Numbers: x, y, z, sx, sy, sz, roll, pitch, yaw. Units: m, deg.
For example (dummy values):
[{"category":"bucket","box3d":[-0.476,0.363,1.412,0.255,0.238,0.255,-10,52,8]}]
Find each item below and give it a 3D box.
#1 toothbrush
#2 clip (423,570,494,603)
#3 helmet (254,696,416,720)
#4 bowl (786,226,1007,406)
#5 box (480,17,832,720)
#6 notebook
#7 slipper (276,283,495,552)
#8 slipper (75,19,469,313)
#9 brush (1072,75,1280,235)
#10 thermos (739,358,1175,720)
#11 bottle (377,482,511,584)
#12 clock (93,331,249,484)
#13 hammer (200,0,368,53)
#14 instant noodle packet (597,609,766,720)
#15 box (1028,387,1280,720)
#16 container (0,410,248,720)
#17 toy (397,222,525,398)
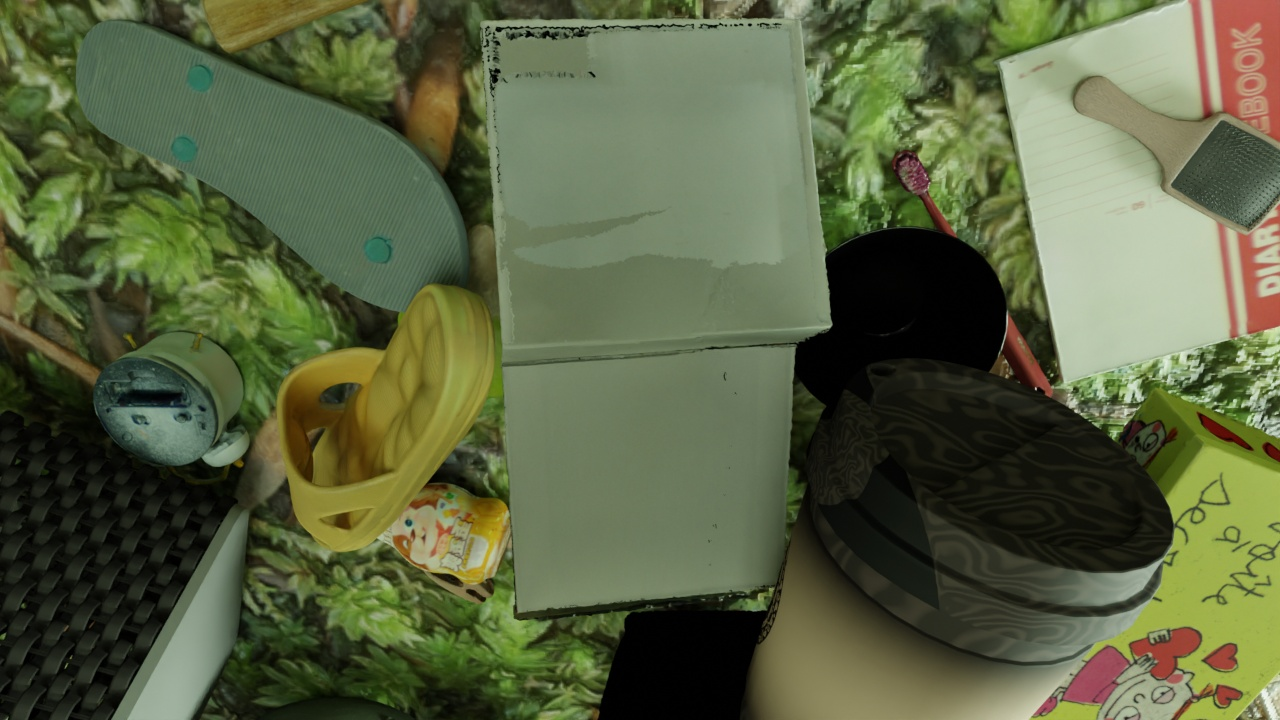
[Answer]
[{"category":"toothbrush","box3d":[0.204,-0.046,0.556,0.016,0.016,0.190,-31,110,18]},{"category":"clip","box3d":[-0.130,0.156,0.690,0.061,0.025,0.045,37,116,-21]},{"category":"helmet","box3d":[-0.241,0.357,0.722,0.267,0.153,0.227,31,111,-27]},{"category":"bowl","box3d":[0.149,-0.029,0.550,0.124,0.052,0.124,2,117,5]},{"category":"box","box3d":[0.010,0.035,0.497,0.166,0.108,0.419,-3,98,-9]},{"category":"notebook","box3d":[0.301,-0.096,0.524,0.153,0.012,0.209,-17,114,13]},{"category":"slipper","box3d":[-0.173,0.042,0.550,0.078,0.099,0.264,6,147,-37]},{"category":"slipper","box3d":[-0.208,-0.125,0.548,0.269,0.054,0.098,31,113,2]},{"category":"brush","box3d":[0.296,-0.116,0.499,0.135,0.015,0.050,25,115,-8]},{"category":"thermos","box3d":[0.147,0.136,0.496,0.172,0.172,0.227,15,121,-2]},{"category":"bottle","box3d":[-0.147,0.116,0.648,0.109,0.063,0.063,17,117,-1]},{"category":"clock","box3d":[-0.317,0.037,0.630,0.083,0.057,0.118,1,117,5]},{"category":"hammer","box3d":[-0.085,-0.230,0.488,0.331,0.033,0.132,-14,115,14]},{"category":"instant noodle packet","box3d":[0.051,0.282,0.690,0.163,0.084,0.222,2,134,-12]},{"category":"box","box3d":[0.292,0.136,0.522,0.124,0.079,0.221,23,118,-5]},{"category":"container","box3d":[-0.426,0.196,0.596,0.243,0.244,0.248,19,132,-8]},{"category":"toy","box3d":[-0.103,-0.032,0.580,0.092,0.043,0.118,19,115,-7]}]
